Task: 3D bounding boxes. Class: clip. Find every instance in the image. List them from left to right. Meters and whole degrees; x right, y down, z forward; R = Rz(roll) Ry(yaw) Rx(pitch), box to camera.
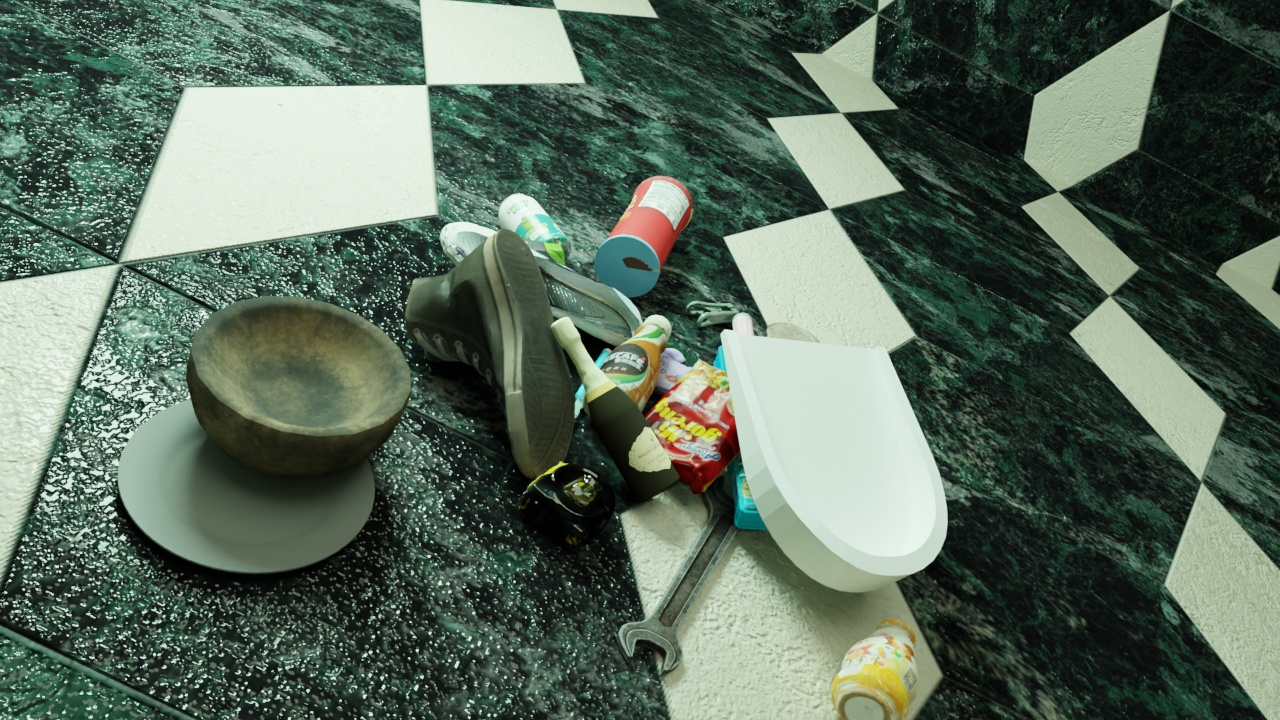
[{"bbox_3d":[0.093,-0.060,1.171,0.075,0.023,0.037,-3,43,-42],"label":"clip"}]

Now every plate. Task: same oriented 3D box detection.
[{"bbox_3d":[-0.291,0.090,0.689,0.178,0.012,0.178,19,34,-14],"label":"plate"}]

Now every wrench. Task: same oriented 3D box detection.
[{"bbox_3d":[0.053,0.182,0.818,0.070,0.010,0.272,33,33,8],"label":"wrench"}]

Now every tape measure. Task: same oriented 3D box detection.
[{"bbox_3d":[-0.118,-0.109,1.049,0.065,0.059,0.035,7,34,-24],"label":"tape measure"},{"bbox_3d":[-0.059,0.122,0.788,0.071,0.042,0.072,34,33,9],"label":"tape measure"}]

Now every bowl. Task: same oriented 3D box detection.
[{"bbox_3d":[-0.267,0.026,0.715,0.162,0.070,0.162,19,34,-14],"label":"bowl"}]

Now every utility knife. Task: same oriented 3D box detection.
[{"bbox_3d":[-0.051,0.028,0.951,0.022,0.015,0.140,49,31,-14],"label":"utility knife"}]

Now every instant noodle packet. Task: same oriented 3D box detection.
[{"bbox_3d":[0.060,0.060,0.904,0.098,0.040,0.135,29,59,29],"label":"instant noodle packet"}]

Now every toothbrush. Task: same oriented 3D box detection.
[{"bbox_3d":[0.127,0.013,1.092,0.026,0.027,0.222,44,27,-25],"label":"toothbrush"}]

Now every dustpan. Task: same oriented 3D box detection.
[{"bbox_3d":[0.191,0.083,0.862,0.191,0.053,0.257,5,60,-22],"label":"dustpan"}]

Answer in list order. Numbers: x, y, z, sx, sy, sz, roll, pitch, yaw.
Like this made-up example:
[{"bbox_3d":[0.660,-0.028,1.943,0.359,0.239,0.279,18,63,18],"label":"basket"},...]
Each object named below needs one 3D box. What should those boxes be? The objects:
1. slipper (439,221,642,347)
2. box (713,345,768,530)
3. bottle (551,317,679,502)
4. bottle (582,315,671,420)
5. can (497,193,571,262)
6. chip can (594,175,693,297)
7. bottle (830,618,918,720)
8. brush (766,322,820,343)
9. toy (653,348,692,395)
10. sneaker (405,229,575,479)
[{"bbox_3d":[-0.106,-0.065,0.998,0.263,0.063,0.111,19,35,-35],"label":"slipper"},{"bbox_3d":[0.174,0.077,0.945,0.181,0.039,0.226,3,44,-6],"label":"box"},{"bbox_3d":[-0.029,0.042,0.851,0.045,0.046,0.184,-28,86,-52],"label":"bottle"},{"bbox_3d":[-0.006,0.006,0.959,0.059,0.059,0.166,29,38,2],"label":"bottle"},{"bbox_3d":[-0.129,-0.154,1.106,0.054,0.055,0.101,-7,46,-42],"label":"can"},{"bbox_3d":[0.008,-0.165,1.196,0.087,0.087,0.212,27,33,-2],"label":"chip can"},{"bbox_3d":[0.202,0.262,0.768,0.063,0.063,0.108,37,33,13],"label":"bottle"},{"bbox_3d":[0.192,0.051,1.056,0.083,0.057,0.270,13,36,-15],"label":"brush"},{"bbox_3d":[0.055,0.020,1.019,0.099,0.037,0.080,14,36,-18],"label":"toy"},{"bbox_3d":[-0.141,0.007,0.854,0.095,0.120,0.234,4,67,-64],"label":"sneaker"}]
